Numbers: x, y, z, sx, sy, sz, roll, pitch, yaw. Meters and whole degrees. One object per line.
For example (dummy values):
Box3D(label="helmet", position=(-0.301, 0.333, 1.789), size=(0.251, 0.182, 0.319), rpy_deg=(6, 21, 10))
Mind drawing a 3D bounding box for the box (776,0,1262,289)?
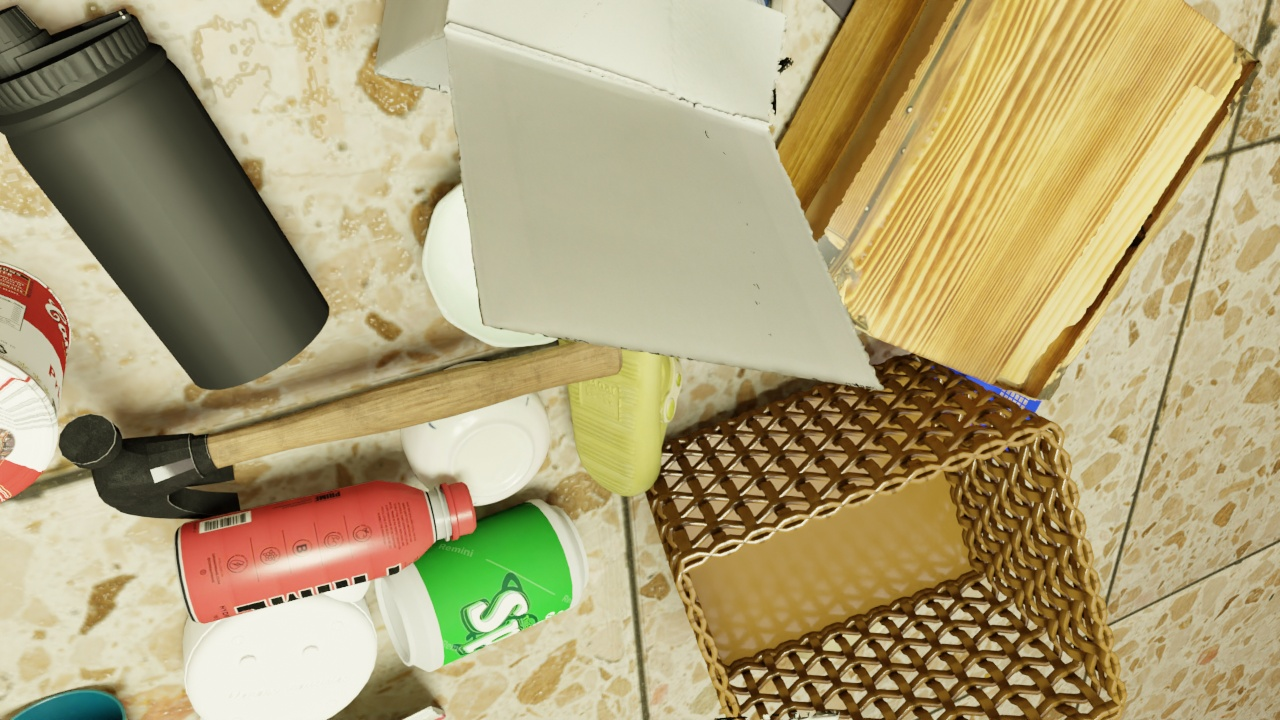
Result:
Box3D(label="box", position=(0.235, -0.144, 0.652), size=(0.244, 0.168, 0.279), rpy_deg=(18, 109, -34))

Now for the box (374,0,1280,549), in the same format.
Box3D(label="box", position=(0.014, -0.084, 0.357), size=(0.166, 0.478, 0.119), rpy_deg=(8, 117, -28))

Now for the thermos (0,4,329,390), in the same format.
Box3D(label="thermos", position=(-0.249, -0.087, 0.473), size=(0.086, 0.086, 0.199), rpy_deg=(-30, 126, -11))

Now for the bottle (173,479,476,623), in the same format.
Box3D(label="bottle", position=(-0.194, 0.114, 0.584), size=(0.176, 0.062, 0.062), rpy_deg=(-11, 121, -19))

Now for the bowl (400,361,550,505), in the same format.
Box3D(label="bowl", position=(-0.112, 0.057, 0.648), size=(0.104, 0.054, 0.105), rpy_deg=(-12, 121, -20))

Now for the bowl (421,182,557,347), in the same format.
Box3D(label="bowl", position=(-0.079, -0.073, 0.581), size=(0.117, 0.061, 0.117), rpy_deg=(-5, 114, -12))

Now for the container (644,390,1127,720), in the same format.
Box3D(label="container", position=(0.158, 0.153, 0.677), size=(0.251, 0.214, 0.219), rpy_deg=(-20, 104, -2))

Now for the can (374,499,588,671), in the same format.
Box3D(label="can", position=(-0.115, 0.162, 0.673), size=(0.139, 0.088, 0.088), rpy_deg=(-17, 124, -29))

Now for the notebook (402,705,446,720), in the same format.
Box3D(label="notebook", position=(-0.249, 0.312, 0.690), size=(0.208, 0.012, 0.153), rpy_deg=(-22, 162, -15))

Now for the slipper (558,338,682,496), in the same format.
Box3D(label="slipper", position=(-0.004, 0.004, 0.653), size=(0.081, 0.092, 0.191), rpy_deg=(-21, 118, -40))

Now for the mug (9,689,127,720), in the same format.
Box3D(label="mug", position=(-0.395, 0.290, 0.618), size=(0.113, 0.083, 0.107), rpy_deg=(0, 122, -3))

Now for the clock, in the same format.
Box3D(label="clock", position=(-0.250, 0.203, 0.643), size=(0.125, 0.073, 0.161), rpy_deg=(-1, 117, -28))

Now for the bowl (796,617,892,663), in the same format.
Box3D(label="bowl", position=(0.175, 0.203, 0.869), size=(0.150, 0.075, 0.151), rpy_deg=(-12, 121, -21))

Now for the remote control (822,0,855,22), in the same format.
Box3D(label="remote control", position=(0.138, -0.263, 0.628), size=(0.124, 0.009, 0.046), rpy_deg=(22, 105, -35))

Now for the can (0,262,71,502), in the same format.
Box3D(label="can", position=(-0.339, 0.009, 0.460), size=(0.086, 0.116, 0.087), rpy_deg=(-13, 122, -22))

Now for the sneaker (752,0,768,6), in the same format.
Box3D(label="sneaker", position=(-0.041, -0.244, 0.505), size=(0.133, 0.103, 0.269), rpy_deg=(-41, 129, 17))

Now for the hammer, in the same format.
Box3D(label="hammer", position=(-0.159, 0.033, 0.558), size=(0.305, 0.040, 0.132), rpy_deg=(-14, 160, -14))

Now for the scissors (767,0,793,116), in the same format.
Box3D(label="scissors", position=(0.077, -0.172, 0.571), size=(0.012, 0.162, 0.155), rpy_deg=(10, 149, -4))
